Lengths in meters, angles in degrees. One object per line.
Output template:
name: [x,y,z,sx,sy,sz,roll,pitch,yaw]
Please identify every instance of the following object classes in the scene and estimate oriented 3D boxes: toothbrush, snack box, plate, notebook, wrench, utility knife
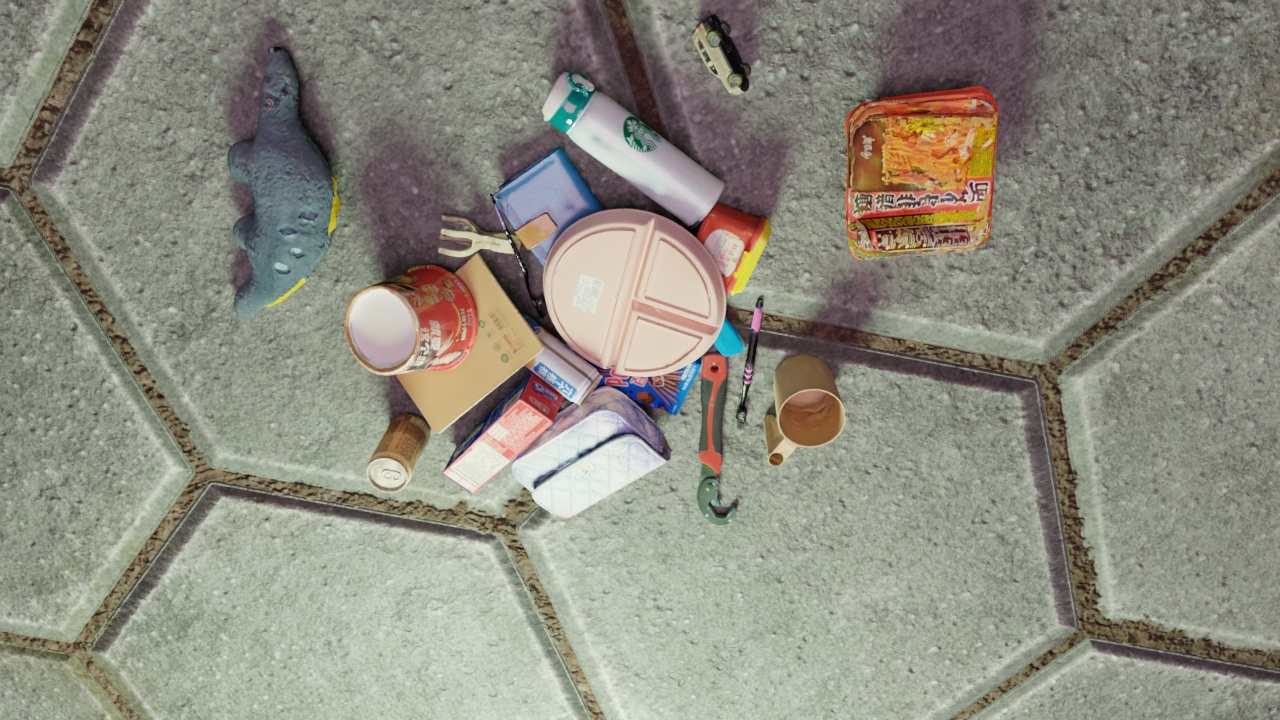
toothbrush: [0.143,0.008,1.204,0.014,0.017,0.189,7,116,2]
snack box: [-0.007,0.007,1.205,0.157,0.026,0.085,21,117,-7]
plate: [-0.011,-0.073,1.109,0.230,0.028,0.230,8,126,11]
notebook: [-0.235,-0.018,1.175,0.208,0.008,0.148,-37,86,25]
toothbrush: [-0.148,-0.126,1.133,0.017,0.014,0.189,-19,128,0]
snack box: [-0.186,0.100,1.219,0.058,0.057,0.208,37,128,-16]
wrench: [0.101,0.113,1.258,0.056,0.016,0.274,-2,117,4]
snack box: [0.104,-0.136,1.099,0.080,0.081,0.091,26,116,1]
utility knife: [0.069,-0.083,1.160,0.034,0.018,0.199,-36,110,6]

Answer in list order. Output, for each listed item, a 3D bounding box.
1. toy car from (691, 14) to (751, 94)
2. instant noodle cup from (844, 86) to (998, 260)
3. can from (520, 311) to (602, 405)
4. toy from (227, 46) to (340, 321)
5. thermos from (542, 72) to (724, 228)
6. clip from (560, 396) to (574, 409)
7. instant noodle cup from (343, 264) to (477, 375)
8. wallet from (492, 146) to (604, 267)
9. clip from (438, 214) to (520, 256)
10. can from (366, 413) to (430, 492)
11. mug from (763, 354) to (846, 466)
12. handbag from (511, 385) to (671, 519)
toy car: [0.092,-0.336,1.019,0.035,0.042,0.090,-21,111,37]
instant noodle cup: [0.313,-0.215,1.046,0.164,0.079,0.189,-4,118,5]
can: [-0.115,-0.002,1.172,0.134,0.053,0.053,37,114,4]
toy: [-0.430,-0.187,1.104,0.138,0.091,0.357,26,117,21]
thermos: [-0.010,-0.245,1.055,0.224,0.073,0.073,34,113,-13]
clip: [-0.083,0.067,1.245,0.057,0.031,0.025,37,115,-19]
instant noodle cup: [-0.284,-0.043,1.125,0.138,0.108,0.138,5,103,21]
wallet: [-0.102,-0.176,1.114,0.106,0.040,0.133,-32,110,13]
clip: [-0.203,-0.144,1.119,0.103,0.092,0.035,19,116,6]
can: [-0.324,0.123,1.231,0.058,0.116,0.059,1,116,2]
mug: [0.202,0.064,1.179,0.084,0.103,0.125,31,114,-12]
handbag: [-0.072,0.129,1.234,0.194,0.075,0.134,-33,119,25]
